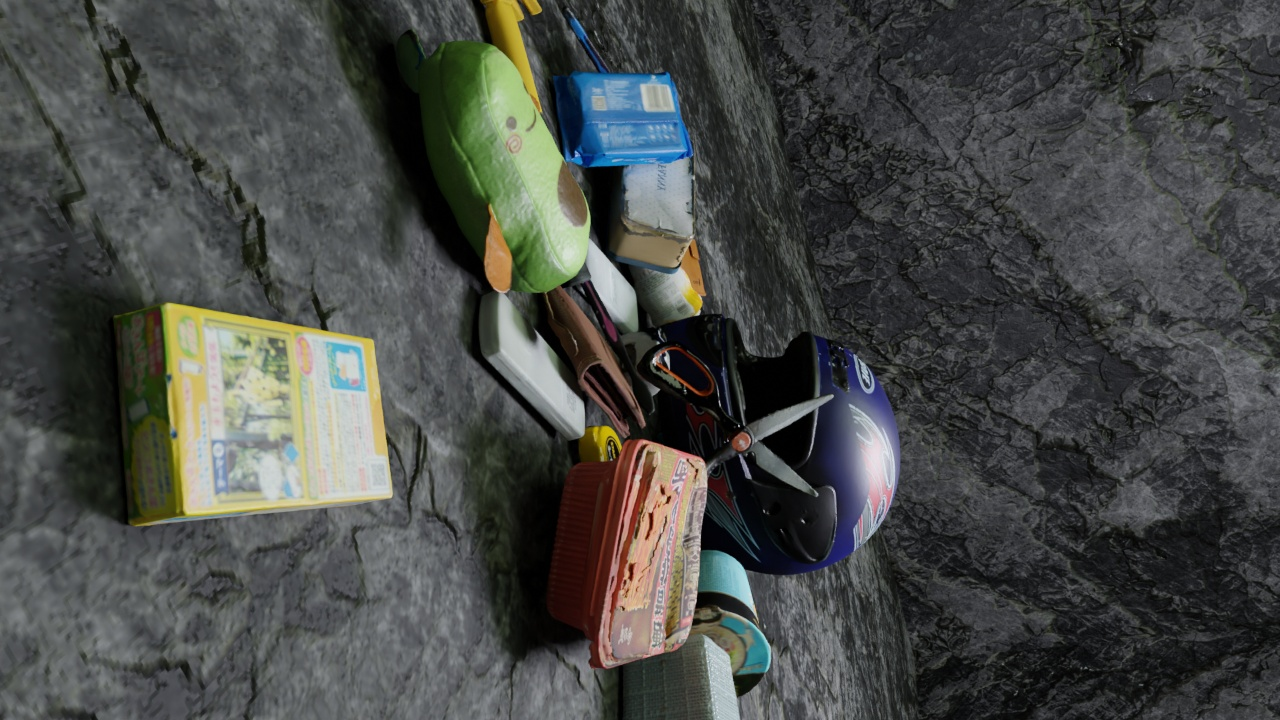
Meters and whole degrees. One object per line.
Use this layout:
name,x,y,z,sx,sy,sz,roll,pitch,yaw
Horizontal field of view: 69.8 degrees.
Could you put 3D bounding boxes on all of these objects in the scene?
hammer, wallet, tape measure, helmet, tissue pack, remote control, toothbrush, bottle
hammer,-0.097,-0.212,0.805,0.128,0.033,0.301,-37,113,-69
wallet,0.053,-0.148,1.224,0.107,0.031,0.132,-5,84,-70
tape measure,-0.036,0.086,0.799,0.057,0.029,0.060,5,73,-70
tape measure,-0.005,0.005,0.885,0.033,0.066,0.065,48,32,-48
helmet,0.158,0.083,1.009,0.246,0.240,0.316,-86,162,-59
tissue pack,-0.020,-0.249,0.955,0.156,0.052,0.095,-10,87,-31
remote control,-0.034,-0.072,0.922,0.136,0.020,0.055,44,39,-61
toothbrush,-0.030,-0.031,0.831,0.018,0.014,0.189,83,-19,-67
toothbrush,-0.048,-0.349,1.074,0.189,0.014,0.016,45,36,-58
remote control,-0.083,0.008,0.718,0.150,0.021,0.058,55,23,-51
wallet,-0.041,-0.001,0.805,0.101,0.032,0.124,64,5,37
bottle,0.022,-0.086,1.035,0.108,0.063,0.063,56,24,-17

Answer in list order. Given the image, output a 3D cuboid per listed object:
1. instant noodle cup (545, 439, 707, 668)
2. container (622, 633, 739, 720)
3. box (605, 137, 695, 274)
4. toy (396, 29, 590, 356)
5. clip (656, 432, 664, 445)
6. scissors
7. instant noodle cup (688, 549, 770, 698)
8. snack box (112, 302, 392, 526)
instant noodle cup,-0.010,0.146,0.714,0.188,0.079,0.164,30,68,-66
container,0.036,0.301,0.785,0.090,0.090,0.111,53,28,-53
box,0.013,-0.176,1.004,0.062,0.089,0.183,120,-20,-51
toy,-0.092,-0.125,0.672,0.226,0.090,0.247,-94,165,-44
clip,0.031,0.105,1.018,0.054,0.013,0.034,54,30,-54
scissors,0.074,0.076,0.869,0.234,0.221,0.021,47,2,-16
instant noodle cup,0.068,0.250,0.900,0.120,0.111,0.111,-79,152,-66
snack box,-0.171,0.027,0.425,0.140,0.034,0.087,16,63,-72
